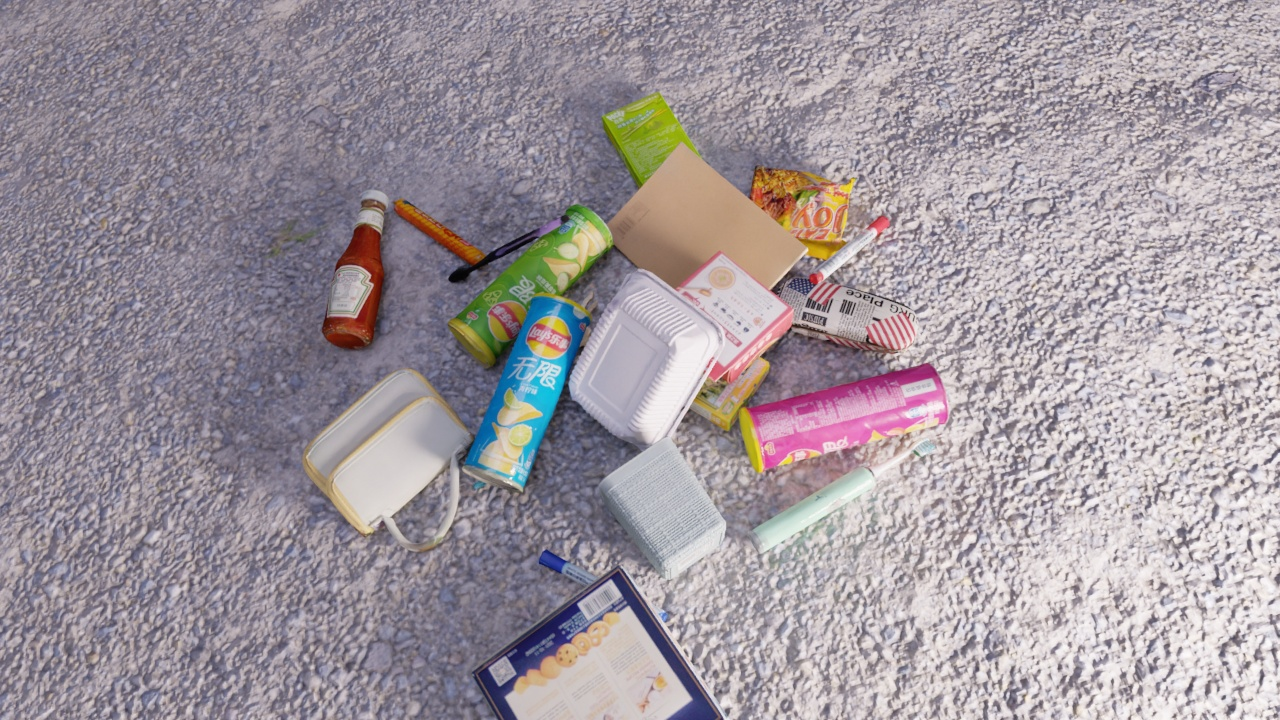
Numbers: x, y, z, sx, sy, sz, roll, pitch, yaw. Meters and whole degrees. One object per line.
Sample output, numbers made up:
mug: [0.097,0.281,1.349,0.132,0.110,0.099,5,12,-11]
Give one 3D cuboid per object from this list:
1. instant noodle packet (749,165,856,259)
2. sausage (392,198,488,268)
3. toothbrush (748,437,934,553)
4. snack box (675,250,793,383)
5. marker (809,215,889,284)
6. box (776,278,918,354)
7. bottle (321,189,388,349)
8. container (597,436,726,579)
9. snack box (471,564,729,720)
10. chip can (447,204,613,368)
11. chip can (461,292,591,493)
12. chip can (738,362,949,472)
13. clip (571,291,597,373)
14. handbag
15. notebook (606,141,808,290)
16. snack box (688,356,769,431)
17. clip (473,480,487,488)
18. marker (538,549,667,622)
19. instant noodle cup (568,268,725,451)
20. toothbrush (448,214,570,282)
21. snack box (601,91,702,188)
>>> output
instant noodle packet: [0.192,-0.182,1.112,0.128,0.044,0.110,11,70,9]
sausage: [-0.252,-0.160,1.148,0.165,0.021,0.021,34,72,18]
toothbrush: [0.213,0.138,0.969,0.224,0.026,0.027,-29,44,-9]
snack box: [0.085,-0.042,1.018,0.127,0.044,0.113,-41,69,-17]
marker: [0.245,-0.130,1.076,0.017,0.017,0.145,40,58,20]
box: [0.234,-0.048,1.050,0.164,0.060,0.071,18,44,13]
bottle: [-0.339,-0.115,1.114,0.060,0.060,0.205,1,65,5]
container: [0.026,0.155,0.943,0.090,0.090,0.111,-34,70,-11]
snack box: [-0.040,0.323,0.883,0.178,0.046,0.182,-35,69,-6]
chip can: [-0.125,-0.091,1.078,0.072,0.073,0.221,38,73,19]
chip can: [-0.121,0.034,0.996,0.071,0.071,0.210,16,72,12]
chip can: [0.216,0.061,0.981,0.210,0.071,0.071,-14,65,-3]
clip: [-0.063,-0.037,1.071,0.102,0.035,0.094,-36,71,-3]
handbag: [-0.259,0.116,1.002,0.163,0.063,0.179,-42,72,-13]
notebook: [0.071,-0.144,1.095,0.149,0.012,0.211,-47,71,4]
snack box: [0.065,0.007,1.039,0.140,0.034,0.086,30,70,19]
clip: [-0.161,0.123,1.013,0.057,0.015,0.049,-13,67,-4]
marker: [-0.039,0.235,0.949,0.146,0.017,0.016,24,69,15]
instant noodle cup: [-0.006,0.006,0.976,0.138,0.060,0.174,39,117,21]
toothbrush: [-0.157,-0.133,1.087,0.189,0.014,0.016,-23,31,28]
snack box: [0.020,-0.268,1.175,0.085,0.026,0.156,-26,66,-7]
